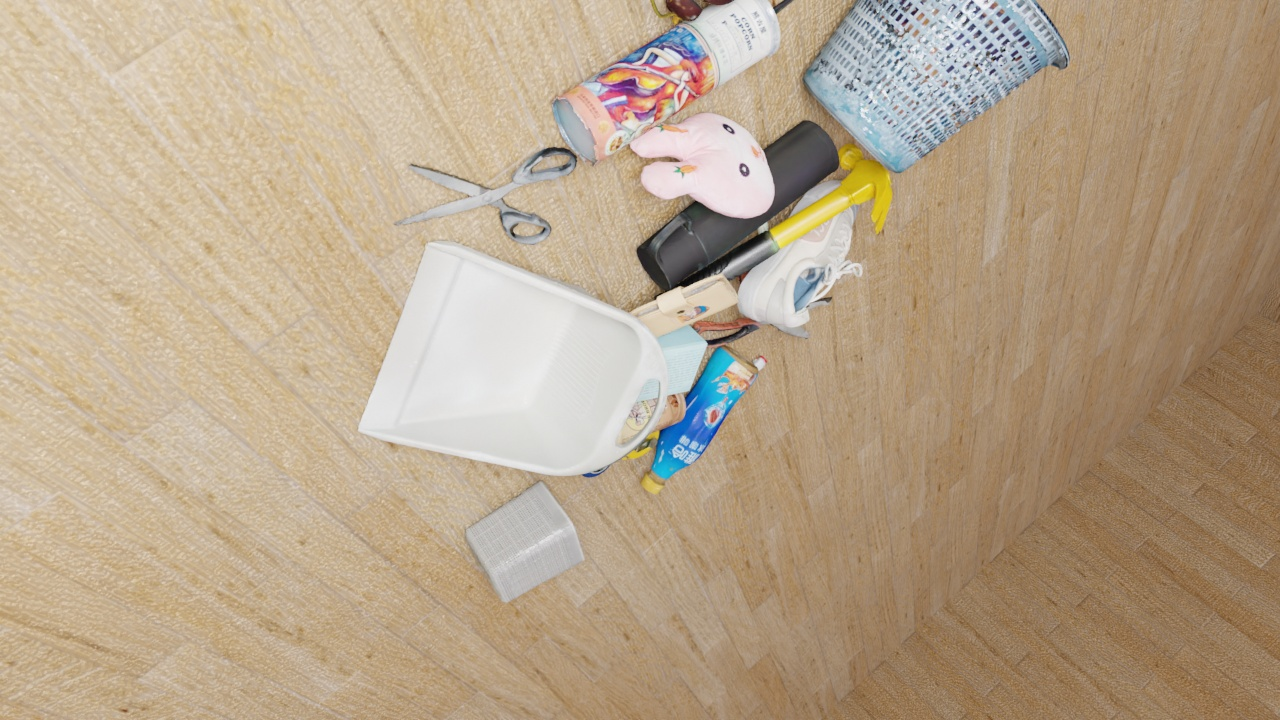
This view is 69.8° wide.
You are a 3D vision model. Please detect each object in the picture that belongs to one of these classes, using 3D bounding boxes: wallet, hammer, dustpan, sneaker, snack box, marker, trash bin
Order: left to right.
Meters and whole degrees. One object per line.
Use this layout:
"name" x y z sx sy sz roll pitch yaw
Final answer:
"dustpan" -0.107 0.021 0.921 0.257 0.142 0.223 1 123 -47
"snack box" -0.006 0.006 1.080 0.174 0.051 0.074 -10 133 -38
"wallet" 0.047 -0.059 1.012 0.115 0.024 0.087 -21 159 13
"marker" 0.118 0.044 1.271 0.145 0.017 0.017 -40 144 -9
"hammer" 0.151 -0.136 1.050 0.301 0.128 0.033 -31 134 5
"sneaker" 0.217 -0.130 1.100 0.241 0.091 0.090 -49 144 -26
"trash bin" 0.286 -0.314 0.954 0.195 0.226 0.226 -45 146 19

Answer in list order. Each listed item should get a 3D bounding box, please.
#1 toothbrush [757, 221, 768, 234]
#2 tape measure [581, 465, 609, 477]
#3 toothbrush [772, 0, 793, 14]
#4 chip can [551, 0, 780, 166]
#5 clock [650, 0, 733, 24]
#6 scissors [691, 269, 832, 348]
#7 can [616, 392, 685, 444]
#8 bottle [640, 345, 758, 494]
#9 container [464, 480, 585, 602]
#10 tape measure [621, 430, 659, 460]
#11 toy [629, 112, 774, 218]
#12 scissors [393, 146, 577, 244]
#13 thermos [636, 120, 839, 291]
"toothbrush" 0.154 -0.133 1.137 0.029 0.020 0.190 -10 139 6
"tape measure" -0.060 0.120 1.160 0.054 0.025 0.058 -41 140 -3
"toothbrush" 0.127 -0.340 0.913 0.181 0.018 0.016 -37 148 -9
"chip can" 0.024 -0.261 0.839 0.214 0.071 0.071 -35 143 -14
"clock" 0.051 -0.346 0.795 0.121 0.055 0.082 -42 145 -11
"scissors" 0.154 -0.061 1.178 0.189 0.015 0.227 -36 140 2
"can" -0.004 0.066 1.134 0.116 0.058 0.059 -20 136 -32
"bottle" 0.071 0.083 1.217 0.065 0.065 0.219 20 108 -52
"container" -0.143 0.225 1.125 0.114 0.090 0.090 -29 140 -17
"tape measure" -0.001 0.102 1.197 0.057 0.029 0.060 -13 133 -38
"toy" 0.065 -0.195 0.915 0.159 0.121 0.054 -5 156 -32
"scissors" -0.132 -0.149 0.827 0.159 0.014 0.180 -39 149 6
"thermos" 0.108 -0.173 1.001 0.242 0.068 0.090 -38 164 -12
